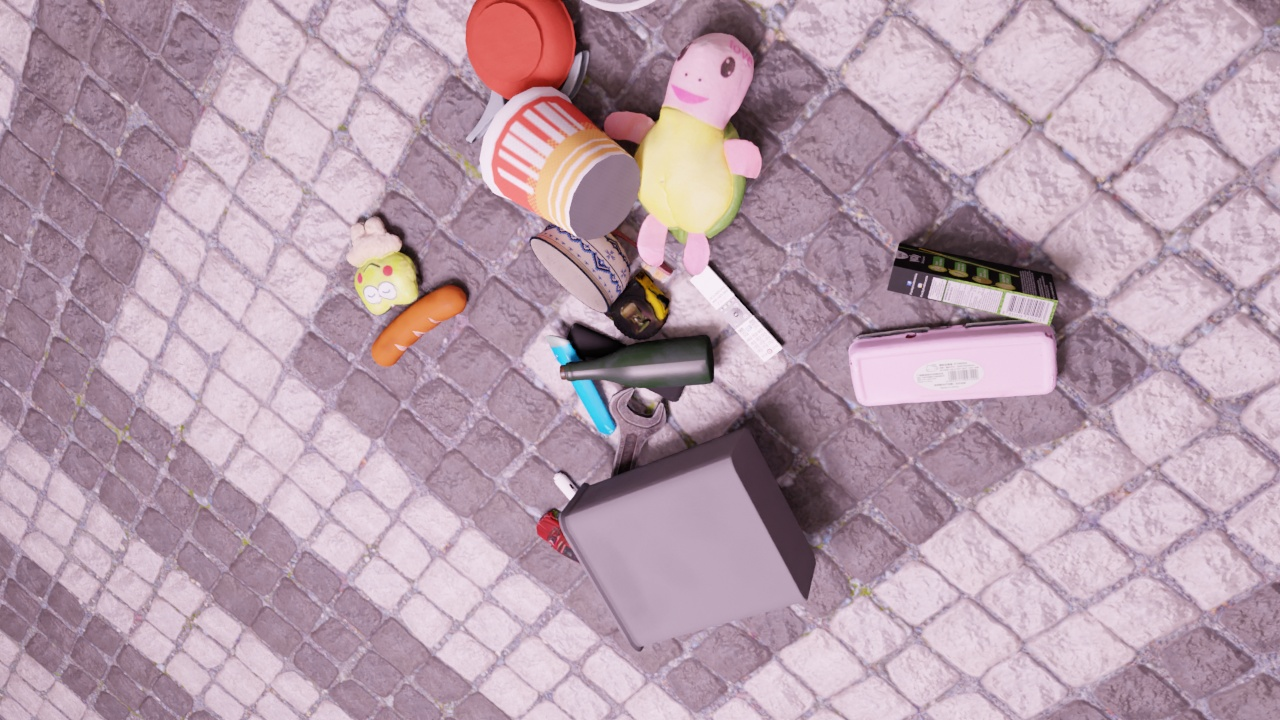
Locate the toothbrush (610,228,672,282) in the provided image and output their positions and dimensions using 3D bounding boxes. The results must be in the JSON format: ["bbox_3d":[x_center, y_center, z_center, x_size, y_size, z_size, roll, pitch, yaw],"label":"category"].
[{"bbox_3d":[-0.040,-0.149,1.019,0.184,0.015,0.016,39,123,2],"label":"toothbrush"}]

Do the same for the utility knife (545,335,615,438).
[{"bbox_3d":[-0.068,0.032,1.096,0.031,0.015,0.158,-9,120,30],"label":"utility knife"}]

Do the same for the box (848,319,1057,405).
[{"bbox_3d":[0.319,0.004,0.944,0.203,0.044,0.086,-6,116,22],"label":"box"}]

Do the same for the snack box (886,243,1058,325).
[{"bbox_3d":[0.317,-0.075,0.881,0.148,0.080,0.025,14,117,14],"label":"snack box"}]

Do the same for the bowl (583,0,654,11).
[{"bbox_3d":[-0.016,-0.414,0.875,0.150,0.043,0.150,8,115,17],"label":"bowl"}]

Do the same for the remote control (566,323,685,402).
[{"bbox_3d":[-0.019,0.004,1.075,0.152,0.020,0.041,24,120,7],"label":"remote control"}]

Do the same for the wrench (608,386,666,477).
[{"bbox_3d":[-0.025,0.155,1.124,0.070,0.010,0.274,11,114,-5],"label":"wrench"}]

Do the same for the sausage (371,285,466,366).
[{"bbox_3d":[-0.278,-0.045,1.138,0.165,0.039,0.044,-32,105,29],"label":"sausage"}]

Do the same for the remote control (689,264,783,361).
[{"bbox_3d":[0.106,-0.052,1.008,0.124,0.011,0.028,47,120,-4],"label":"remote control"}]

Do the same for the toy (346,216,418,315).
[{"bbox_3d":[-0.318,-0.116,1.119,0.092,0.046,0.115,-15,99,28],"label":"toy"}]

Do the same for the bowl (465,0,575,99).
[{"bbox_3d":[-0.129,-0.323,0.931,0.122,0.035,0.122,7,114,16],"label":"bowl"}]

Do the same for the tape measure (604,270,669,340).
[{"bbox_3d":[-0.002,-0.055,1.032,0.062,0.038,0.067,45,119,-4],"label":"tape measure"}]

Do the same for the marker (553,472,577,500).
[{"bbox_3d":[-0.064,0.195,1.178,0.133,0.020,0.017,50,134,-4],"label":"marker"}]

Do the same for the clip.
[{"bbox_3d":[-0.148,-0.307,0.982,0.143,0.029,0.172,48,118,-3],"label":"clip"}]

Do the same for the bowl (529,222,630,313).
[{"bbox_3d":[-0.058,-0.112,0.995,0.115,0.116,0.059,42,78,-2],"label":"bowl"}]

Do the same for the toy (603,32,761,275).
[{"bbox_3d":[0.049,-0.204,0.920,0.190,0.087,0.238,23,115,35],"label":"toy"}]

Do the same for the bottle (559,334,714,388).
[{"bbox_3d":[-0.006,0.006,1.034,0.174,0.055,0.055,-5,111,11],"label":"bottle"}]

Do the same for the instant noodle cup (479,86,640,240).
[{"bbox_3d":[-0.075,-0.192,0.925,0.121,0.123,0.124,39,123,30],"label":"instant noodle cup"}]

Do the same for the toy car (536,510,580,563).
[{"bbox_3d":[-0.095,0.233,1.197,0.091,0.036,0.042,32,121,11],"label":"toy car"}]

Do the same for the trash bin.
[{"bbox_3d":[0.053,0.202,1.025,0.220,0.097,0.192,-23,102,25],"label":"trash bin"}]
